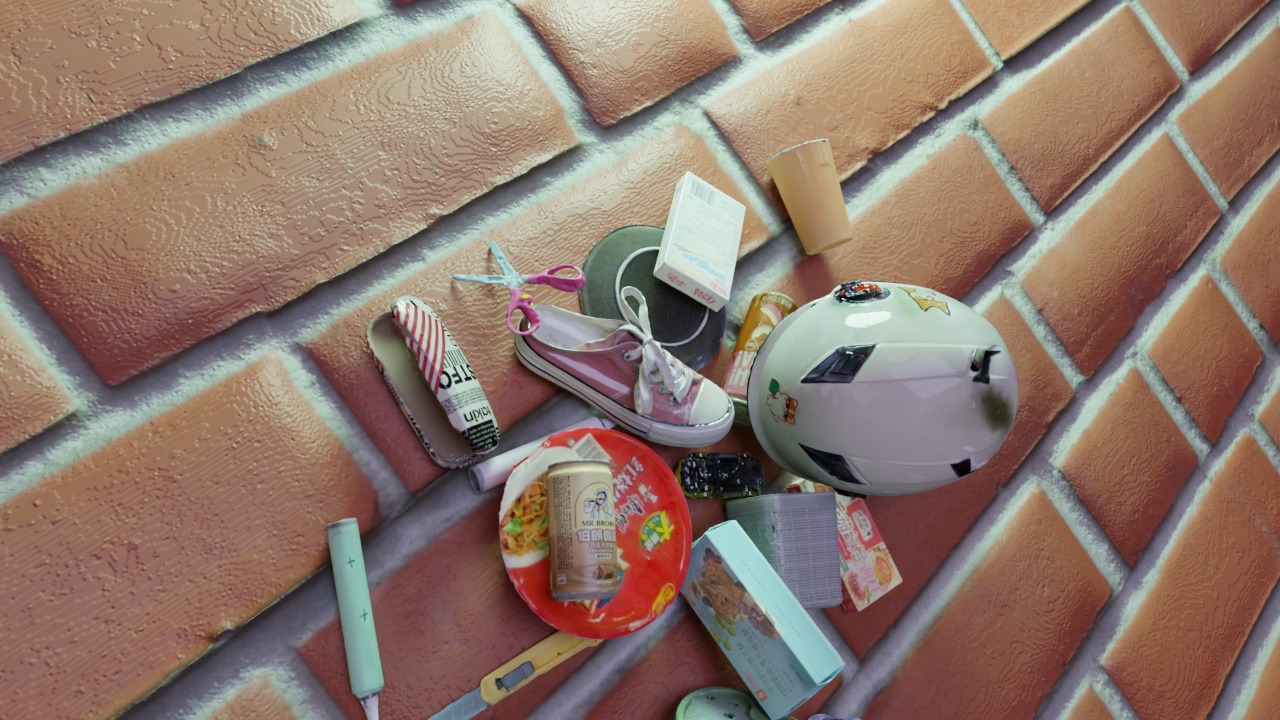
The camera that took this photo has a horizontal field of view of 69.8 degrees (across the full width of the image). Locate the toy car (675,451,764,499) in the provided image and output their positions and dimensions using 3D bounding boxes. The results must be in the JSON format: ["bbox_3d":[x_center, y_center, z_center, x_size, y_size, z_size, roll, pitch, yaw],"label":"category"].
[{"bbox_3d":[0.083,0.122,0.960,0.105,0.032,0.048,4,72,-31],"label":"toy car"}]

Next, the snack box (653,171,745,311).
[{"bbox_3d":[0.068,-0.134,1.017,0.084,0.027,0.156,29,50,-17],"label":"snack box"}]

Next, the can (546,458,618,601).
[{"bbox_3d":[-0.051,0.147,0.791,0.058,0.059,0.116,4,73,-26],"label":"can"}]

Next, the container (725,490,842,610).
[{"bbox_3d":[0.148,0.196,0.938,0.090,0.090,0.114,2,76,-26],"label":"container"}]

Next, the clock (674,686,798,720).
[{"bbox_3d":[0.099,0.357,0.846,0.161,0.116,0.056,1,109,-30],"label":"clock"}]

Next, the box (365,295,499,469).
[{"bbox_3d":[-0.194,0.024,0.846,0.163,0.083,0.075,57,22,1],"label":"box"}]

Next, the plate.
[{"bbox_3d":[0.020,-0.068,0.993,0.179,0.024,0.179,9,71,-25],"label":"plate"}]

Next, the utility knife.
[{"bbox_3d":[-0.108,0.281,0.824,0.220,0.022,0.031,-25,81,-27],"label":"utility knife"}]

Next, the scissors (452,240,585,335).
[{"bbox_3d":[-0.115,-0.078,0.899,0.130,0.017,0.133,-22,55,-14],"label":"scissors"}]

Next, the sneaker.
[{"bbox_3d":[-0.005,0.005,0.902,0.241,0.088,0.118,27,49,-10],"label":"sneaker"}]

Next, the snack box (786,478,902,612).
[{"bbox_3d":[0.225,0.192,1.014,0.075,0.026,0.153,-22,85,-30],"label":"snack box"}]

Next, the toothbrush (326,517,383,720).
[{"bbox_3d":[-0.231,0.242,0.763,0.027,0.027,0.224,1,72,-50],"label":"toothbrush"}]

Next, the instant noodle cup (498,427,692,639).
[{"bbox_3d":[-0.049,0.161,0.860,0.193,0.066,0.193,8,72,-25],"label":"instant noodle cup"}]

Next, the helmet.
[{"bbox_3d":[0.262,0.040,0.915,0.273,0.157,0.230,-3,104,-18],"label":"helmet"}]

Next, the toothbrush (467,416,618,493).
[{"bbox_3d":[-0.066,0.077,0.901,0.220,0.027,0.026,-21,61,-31],"label":"toothbrush"}]

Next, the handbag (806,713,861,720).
[{"bbox_3d":[0.216,0.453,0.896,0.194,0.076,0.133,49,59,-4],"label":"handbag"}]

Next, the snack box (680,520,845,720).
[{"bbox_3d":[0.107,0.243,0.870,0.051,0.074,0.175,-12,56,-46],"label":"snack box"}]

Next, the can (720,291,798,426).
[{"bbox_3d":[0.130,-0.003,1.008,0.058,0.058,0.147,31,62,-16],"label":"can"}]

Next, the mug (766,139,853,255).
[{"bbox_3d":[0.208,-0.194,1.104,0.078,0.078,0.122,-17,88,-30],"label":"mug"}]
